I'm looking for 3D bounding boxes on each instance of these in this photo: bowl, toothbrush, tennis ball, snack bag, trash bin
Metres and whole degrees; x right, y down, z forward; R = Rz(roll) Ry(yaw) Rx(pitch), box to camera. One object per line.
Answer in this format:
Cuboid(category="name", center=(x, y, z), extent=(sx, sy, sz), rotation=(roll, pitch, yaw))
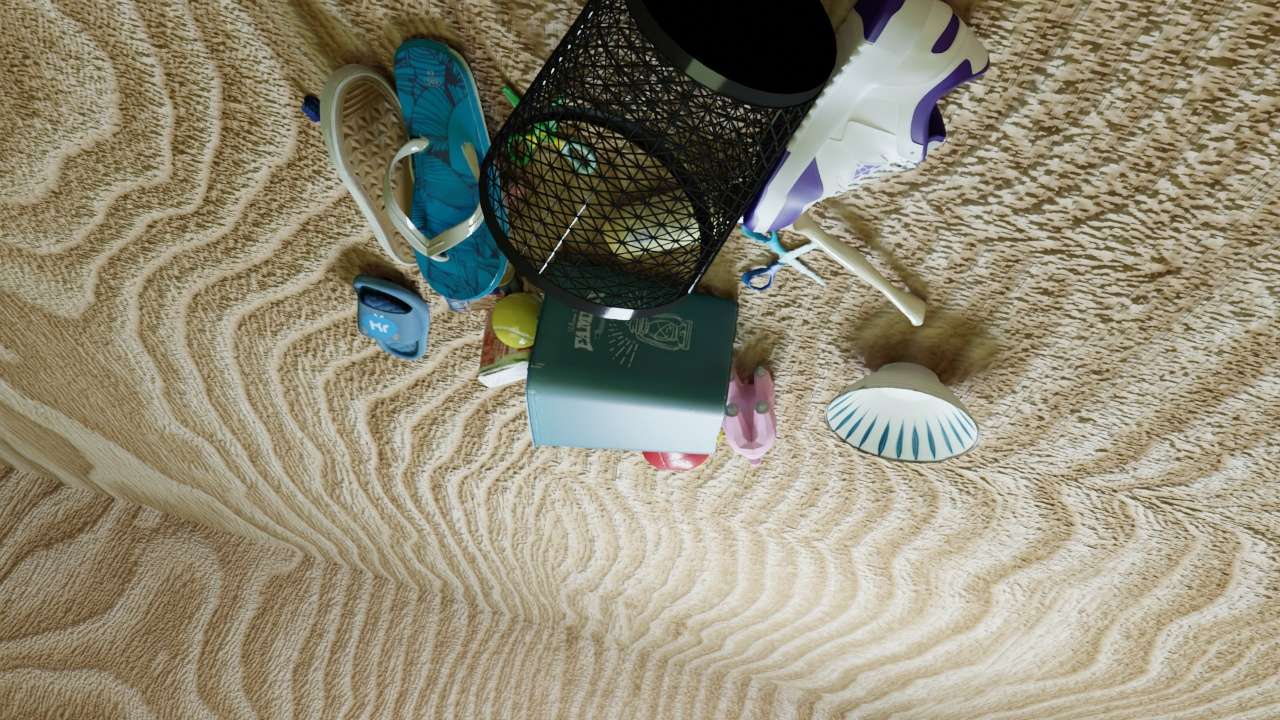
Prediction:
Cuboid(category="bowl", center=(0.311, 0.051, 1.086), extent=(0.177, 0.070, 0.177), rotation=(14, 151, 8))
Cuboid(category="toothbrush", center=(-0.301, -0.217, 1.011), extent=(0.016, 0.017, 0.190), rotation=(-4, 145, 34))
Cuboid(category="tennis ball", center=(-0.142, -0.047, 1.083), extent=(0.065, 0.065, 0.065), rotation=(13, 151, 7))
Cuboid(category="snack bag", center=(-0.161, -0.026, 1.155), extent=(0.077, 0.115, 0.036), rotation=(-16, 140, 21))
Cuboid(category="trash bin", center=(-0.006, 0.006, 1.078), extent=(0.218, 0.196, 0.199), rotation=(8, 151, 3))
Cuboid(category="trash bin", center=(0.014, -0.187, 0.713), extent=(0.217, 0.216, 0.244), rotation=(25, 144, -13))

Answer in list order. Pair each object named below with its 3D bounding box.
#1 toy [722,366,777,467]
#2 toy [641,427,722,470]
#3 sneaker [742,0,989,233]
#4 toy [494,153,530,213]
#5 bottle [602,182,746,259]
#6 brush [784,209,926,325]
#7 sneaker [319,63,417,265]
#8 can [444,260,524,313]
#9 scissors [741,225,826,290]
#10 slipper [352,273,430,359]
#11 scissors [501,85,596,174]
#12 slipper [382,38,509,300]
Cuboid(category="toy", center=(0.145, 0.081, 1.194), extent=(0.067, 0.123, 0.158), rotation=(-6, 137, 10))
Cuboid(category="toy", center=(0.026, 0.082, 1.279), extent=(0.148, 0.098, 0.216), rotation=(-6, 149, 23))
Cuboid(category="sneaker", center=(0.176, -0.182, 0.730), extent=(0.111, 0.091, 0.245), rotation=(22, 141, -12))
Cuboid(category="toy", center=(-0.176, -0.178, 0.975), extent=(0.112, 0.050, 0.087), rotation=(-16, 146, 14))
Cuboid(category="bottle", center=(0.039, -0.142, 0.915), extent=(0.162, 0.056, 0.056), rotation=(-7, 143, 37))
Cuboid(category="brush", center=(0.202, -0.106, 0.900), extent=(0.272, 0.062, 0.077), rotation=(33, 164, -34))
Cuboid(category="sneaker", center=(-0.280, -0.204, 0.959), extent=(0.079, 0.087, 0.236), rotation=(40, 155, 34))
Cuboid(category="can", center=(-0.193, -0.095, 1.112), extent=(0.100, 0.053, 0.059), rotation=(-4, 150, 6))
Cuboid(category="scissors", center=(0.146, -0.108, 0.963), extent=(0.127, 0.014, 0.133), rotation=(26, 146, -24))
Cuboid(category="slipper", center=(-0.346, -0.051, 1.286), extent=(0.104, 0.059, 0.214), rotation=(14, 153, 3))
Cuboid(category="scissors", center=(-0.088, -0.220, 0.895), extent=(0.127, 0.011, 0.126), rotation=(24, 152, -15))
Cuboid(category="slipper", center=(-0.195, -0.168, 0.912), extent=(0.118, 0.060, 0.295), rotation=(10, 132, 11))
